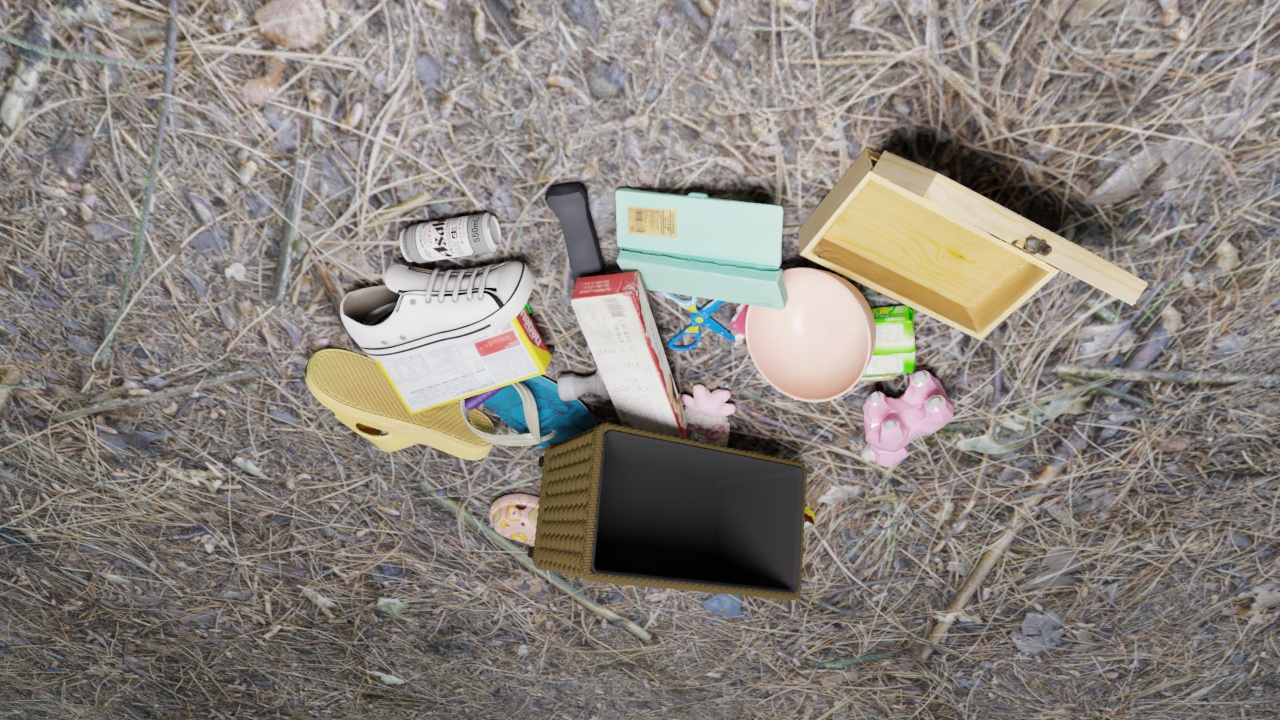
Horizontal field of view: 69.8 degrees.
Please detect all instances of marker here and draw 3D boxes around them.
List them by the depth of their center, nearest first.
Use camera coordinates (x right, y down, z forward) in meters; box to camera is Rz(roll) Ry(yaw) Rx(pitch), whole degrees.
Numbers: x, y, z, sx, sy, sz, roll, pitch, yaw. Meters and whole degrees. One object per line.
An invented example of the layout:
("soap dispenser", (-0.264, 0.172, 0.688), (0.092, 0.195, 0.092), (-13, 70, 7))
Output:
("marker", (-0.165, 0.019, 1.153), (0.134, 0.018, 0.015), (-35, 152, -9))

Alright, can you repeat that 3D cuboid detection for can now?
("can", (-0.212, -0.136, 1.026), (0.107, 0.043, 0.044), (-7, 134, 13))

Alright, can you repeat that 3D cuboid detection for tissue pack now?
("tissue pack", (0.272, -0.020, 1.097), (0.114, 0.034, 0.100), (-4, 135, 12))

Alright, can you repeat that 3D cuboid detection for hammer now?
("hammer", (-0.060, -0.071, 1.082), (0.139, 0.035, 0.313), (-7, 133, 8))

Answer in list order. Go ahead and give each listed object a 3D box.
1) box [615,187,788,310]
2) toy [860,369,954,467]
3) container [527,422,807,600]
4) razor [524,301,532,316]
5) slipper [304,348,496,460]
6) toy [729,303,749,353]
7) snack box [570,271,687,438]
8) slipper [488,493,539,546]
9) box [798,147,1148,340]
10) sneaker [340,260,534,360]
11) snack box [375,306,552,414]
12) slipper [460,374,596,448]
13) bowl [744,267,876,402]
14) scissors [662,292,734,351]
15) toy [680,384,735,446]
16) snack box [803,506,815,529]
("box", (0.063, -0.115, 0.983), (0.187, 0.055, 0.138), (9, 143, 23))
("toy", (0.333, 0.080, 1.162), (0.123, 0.067, 0.157), (-25, 150, 6))
("container", (0.023, 0.201, 1.179), (0.320, 0.176, 0.205), (14, 164, -31))
("razor", (-0.205, -0.061, 1.117), (0.144, 0.021, 0.044), (-9, 121, 14))
("slipper", (-0.321, 0.075, 1.213), (0.263, 0.099, 0.079), (24, 123, -23))
("toy", (0.144, -0.031, 1.097), (0.102, 0.050, 0.065), (37, 92, -23))
("snack box", (-0.007, 0.006, 1.098), (0.077, 0.044, 0.273), (-5, 137, 16))
("slipper", (-0.138, 0.267, 1.398), (0.197, 0.081, 0.093), (13, 136, -6))
("box", (0.327, -0.122, 0.929), (0.247, 0.118, 0.253), (21, 172, -17))
("sneaker", (-0.243, -0.077, 1.056), (0.246, 0.091, 0.097), (-12, 137, 23))
("snack box", (-0.216, -0.003, 1.121), (0.201, 0.042, 0.092), (-17, 118, 20))
("slipper", (-0.178, 0.055, 1.206), (0.294, 0.060, 0.118), (32, 127, -23))
("bowl", (0.201, -0.034, 1.030), (0.153, 0.076, 0.153), (11, 108, 35))
("scissors", (0.068, -0.053, 1.104), (0.127, 0.013, 0.126), (31, 132, -26))
("toy", (0.081, 0.077, 1.214), (0.095, 0.041, 0.109), (14, 129, -5))
("snack box", (0.185, 0.210, 1.344), (0.149, 0.025, 0.061), (36, 128, -27))
